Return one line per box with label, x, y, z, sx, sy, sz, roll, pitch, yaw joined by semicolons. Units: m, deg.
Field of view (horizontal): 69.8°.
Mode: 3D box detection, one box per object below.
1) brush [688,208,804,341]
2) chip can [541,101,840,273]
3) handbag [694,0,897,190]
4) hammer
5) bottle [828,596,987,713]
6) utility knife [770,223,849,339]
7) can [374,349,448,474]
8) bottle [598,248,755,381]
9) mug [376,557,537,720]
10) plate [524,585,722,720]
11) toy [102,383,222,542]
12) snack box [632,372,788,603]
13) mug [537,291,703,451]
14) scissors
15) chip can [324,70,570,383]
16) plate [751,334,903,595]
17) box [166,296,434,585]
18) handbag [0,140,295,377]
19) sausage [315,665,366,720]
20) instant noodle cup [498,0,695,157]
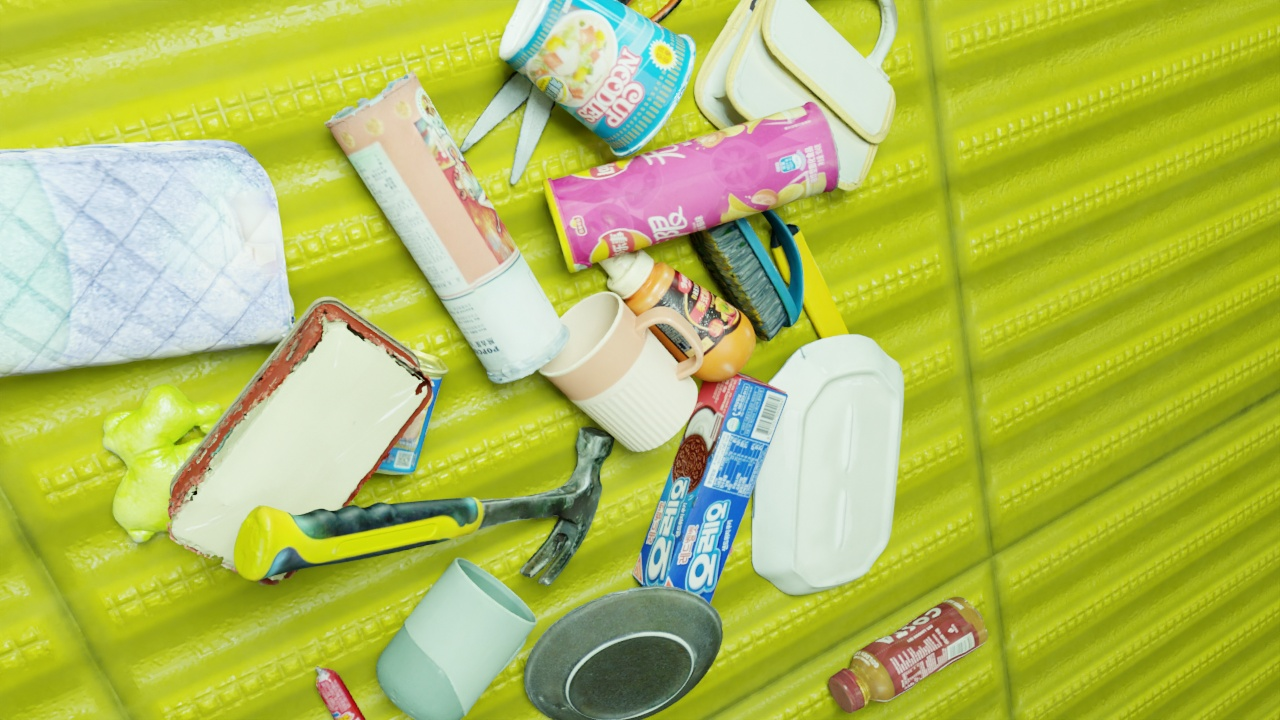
brush;0.095;-0.086;0.764;0.073;0.055;0.144;-38;117;-8
chip can;0.037;-0.130;0.683;0.210;0.071;0.071;-18;111;-2
handbag;0.149;-0.245;0.752;0.163;0.063;0.178;30;85;-30
hammer;-0.129;0.113;0.638;0.322;0.032;0.126;4;103;-57
bottle;0.277;0.308;0.954;0.174;0.057;0.057;-22;111;-20
utility knife;0.156;-0.054;0.827;0.033;0.015;0.168;-35;117;-8
can;-0.199;0.030;0.653;0.102;0.057;0.083;14;99;-27
bottle;0.025;-0.044;0.743;0.149;0.067;0.066;38;85;-22
mug;-0.139;0.227;0.723;0.106;0.082;0.112;-53;142;-6
plate;-0.010;0.265;0.788;0.179;0.024;0.180;-9;127;-13
toy;-0.317;0.071;0.620;0.096;0.031;0.100;-37;115;-15
snack box;0.059;0.112;0.798;0.057;0.058;0.207;17;95;-28
mug;-0.004;0.004;0.715;0.115;0.081;0.106;-28;123;26
scissors;-0.044;-0.238;0.678;0.197;0.022;0.227;-4;104;-26
chip can;-0.131;-0.089;0.646;0.071;0.071;0.215;-36;115;-14
plate;0.185;0.108;0.863;0.161;0.034;0.266;-6;109;-23
box;-0.214;0.052;0.576;0.091;0.077;0.168;39;89;-30
handbag;-0.319;-0.063;0.561;0.193;0.075;0.134;-7;110;-23
sausage;-0.222;0.302;0.732;0.020;0.020;0.156;-28;114;-17
instant noodle cup;-0.035;-0.211;0.635;0.110;0.099;0.099;26;91;-28
